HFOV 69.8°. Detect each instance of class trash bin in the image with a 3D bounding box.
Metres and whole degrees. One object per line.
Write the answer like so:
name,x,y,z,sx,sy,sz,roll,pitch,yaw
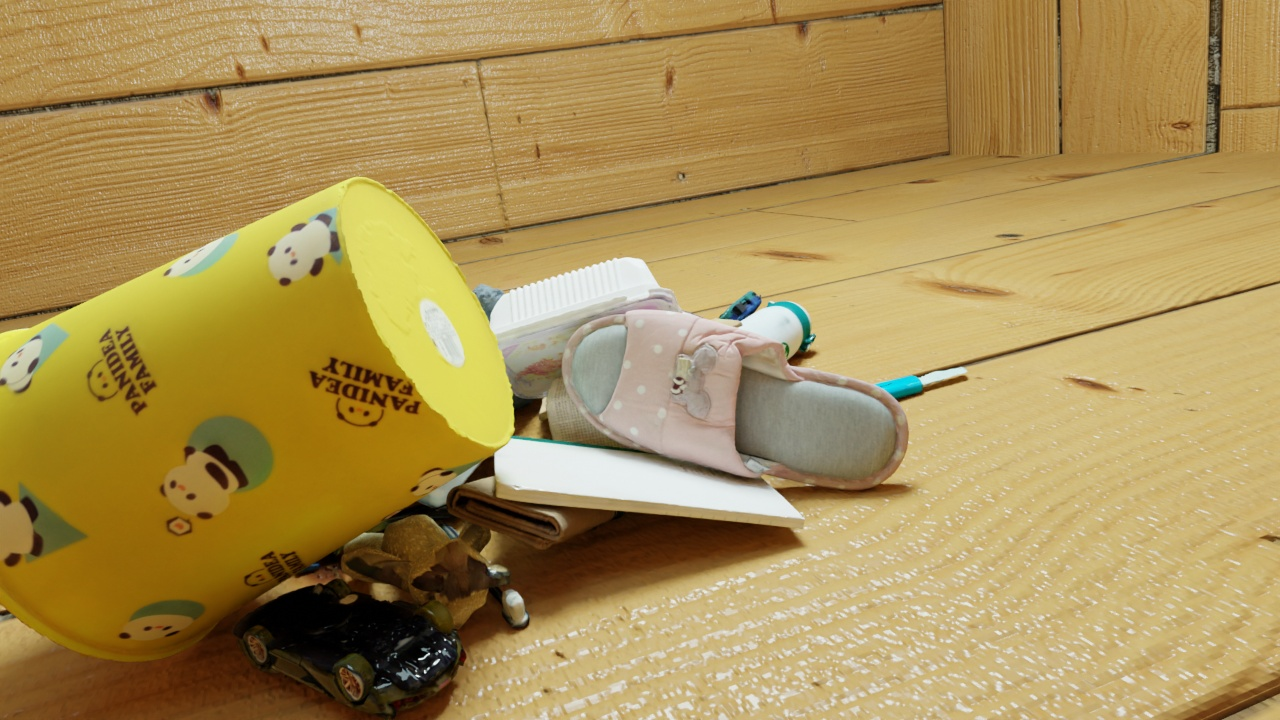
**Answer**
trash bin,-0.233,0.027,0.570,0.255,0.229,0.229,-27,13,9

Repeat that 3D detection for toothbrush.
toothbrush,-0.115,0.143,0.640,0.015,0.018,0.181,-18,17,-25

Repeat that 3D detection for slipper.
slipper,0.066,0.032,0.701,0.274,0.114,0.054,16,1,12

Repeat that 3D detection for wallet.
wallet,-0.070,0.102,0.644,0.090,0.033,0.115,15,3,19

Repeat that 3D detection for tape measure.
tape measure,0.110,-0.052,1.066,0.054,0.025,0.058,-36,-14,-33

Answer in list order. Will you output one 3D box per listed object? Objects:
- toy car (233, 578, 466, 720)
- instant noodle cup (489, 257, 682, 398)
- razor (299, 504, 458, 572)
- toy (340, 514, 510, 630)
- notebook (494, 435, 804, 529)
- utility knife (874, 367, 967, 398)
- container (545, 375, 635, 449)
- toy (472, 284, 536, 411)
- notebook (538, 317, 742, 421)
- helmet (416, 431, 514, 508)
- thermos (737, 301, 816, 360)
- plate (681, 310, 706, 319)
toy car,-0.171,0.164,0.535,0.158,0.042,0.070,4,19,36
instant noodle cup,-0.050,-0.032,0.806,0.173,0.060,0.138,-17,-24,6
razor,-0.198,0.130,0.717,0.142,0.022,0.043,-13,17,-20
toy,-0.150,0.136,0.611,0.105,0.066,0.157,0,0,-37
notebook,-0.003,0.084,0.671,0.209,0.012,0.150,7,7,-10
utility knife,0.231,0.029,0.875,0.202,0.018,0.034,-12,15,-21
container,-0.019,0.050,0.795,0.111,0.090,0.090,-10,15,2
toy,-0.136,-0.007,0.977,0.091,0.138,0.356,30,3,7
notebook,-0.006,0.005,0.930,0.211,0.012,0.149,-25,5,-2
helmet,-0.245,0.039,0.789,0.259,0.146,0.228,-6,8,13
thermos,0.125,-0.012,0.993,0.073,0.073,0.223,2,17,32
plate,0.008,-0.031,1.102,0.192,0.039,0.192,10,16,-3
